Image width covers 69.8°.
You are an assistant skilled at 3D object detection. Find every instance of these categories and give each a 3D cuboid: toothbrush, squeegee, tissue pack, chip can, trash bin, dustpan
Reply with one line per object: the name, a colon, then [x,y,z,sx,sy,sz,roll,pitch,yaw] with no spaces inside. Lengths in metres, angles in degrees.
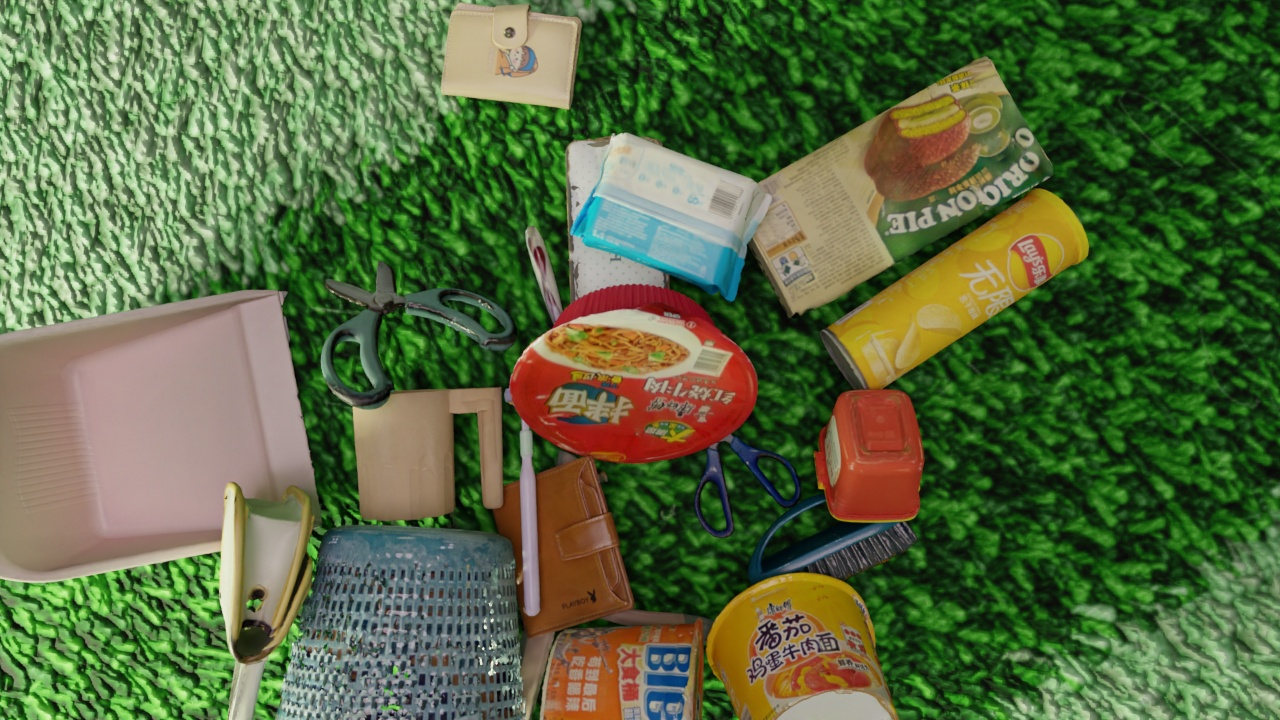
toothbrush: [-0.096,0.115,0.760,0.021,0.029,0.189,-3,80,-13]
toothbrush: [-0.070,-0.028,0.799,0.016,0.017,0.187,-17,89,2]
squeegee: [0.024,0.222,0.780,0.249,0.040,0.247,11,88,2]
tissue pack: [0.023,-0.112,0.716,0.140,0.063,0.090,21,91,3]
chip can: [0.256,-0.055,0.756,0.213,0.072,0.072,-33,88,2]
trash bin: [-0.180,0.231,0.718,0.226,0.227,0.195,2,76,3]
dustpan: [-0.426,0.069,0.755,0.273,0.139,0.222,-14,89,3]

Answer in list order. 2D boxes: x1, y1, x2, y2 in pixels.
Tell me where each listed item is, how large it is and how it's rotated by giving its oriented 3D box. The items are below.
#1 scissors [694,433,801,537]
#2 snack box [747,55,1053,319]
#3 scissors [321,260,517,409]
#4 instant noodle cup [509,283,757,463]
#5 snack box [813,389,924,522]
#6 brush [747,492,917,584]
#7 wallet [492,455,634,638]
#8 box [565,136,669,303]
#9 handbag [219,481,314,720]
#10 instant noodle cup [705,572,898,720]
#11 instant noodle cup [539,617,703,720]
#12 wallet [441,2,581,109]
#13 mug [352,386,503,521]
scissors: [0.076,0.070,0.794,0.157,0.012,0.165,11,89,5]
snack box: [0.203,-0.140,0.765,0.240,0.063,0.114,-30,88,2]
scissors: [-0.197,-0.018,0.757,0.170,0.019,0.179,19,46,1]
instant noodle cup: [-0.004,0.004,0.730,0.194,0.194,0.065,-1,52,3]
snack box: [0.183,0.074,0.731,0.082,0.080,0.091,-2,50,2]
brush: [0.154,0.149,0.766,0.144,0.055,0.073,-25,89,3]
wallet: [-0.061,0.154,0.769,0.119,0.035,0.130,-23,76,23]
box: [-0.019,-0.108,0.780,0.090,0.059,0.184,0,87,2]
handbag: [-0.294,0.186,0.711,0.063,0.164,0.178,6,84,-25]
instant noodle cup: [0.129,0.252,0.711,0.138,0.109,0.138,-4,118,-7]
instant noodle cup: [-0.011,0.271,0.704,0.111,0.151,0.151,1,89,7]
wallet: [-0.113,-0.270,0.803,0.115,0.024,0.087,7,88,4]
mug: [-0.177,0.076,0.773,0.124,0.084,0.103,-2,90,-3]
